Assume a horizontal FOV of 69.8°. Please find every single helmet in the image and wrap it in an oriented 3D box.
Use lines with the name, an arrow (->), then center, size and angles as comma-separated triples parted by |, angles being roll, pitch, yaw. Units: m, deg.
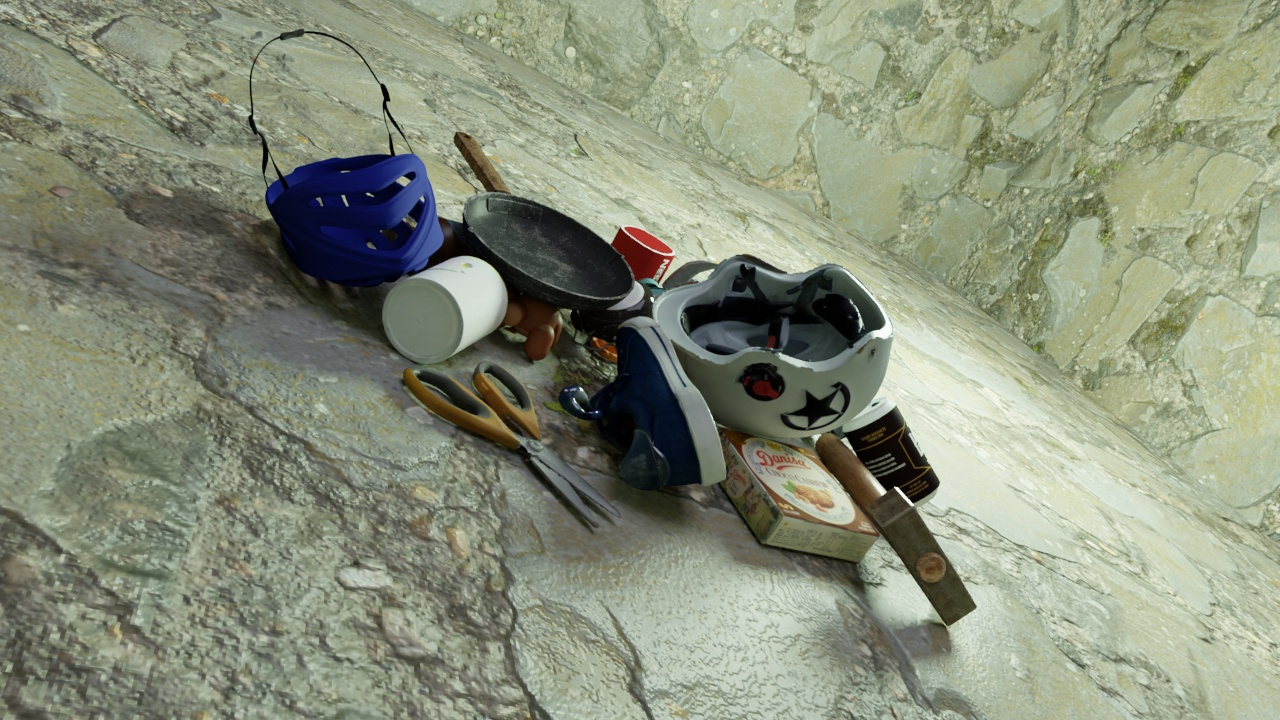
helmet -> -0.277, -0.183, 0.852 | 0.147, 0.228, 0.241 | -23, 33, -25
helmet -> 0.144, -0.001, 1.038 | 0.264, 0.164, 0.236 | -2, 31, -5

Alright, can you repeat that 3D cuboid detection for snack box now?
snack box -> 0.152, 0.137, 0.950 | 0.143, 0.041, 0.147 | 17, 24, -33

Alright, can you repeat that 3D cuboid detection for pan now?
pan -> -0.142, -0.164, 1.046 | 0.207, 0.040, 0.357 | 4, 35, -42

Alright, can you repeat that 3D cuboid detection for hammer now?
hammer -> 0.170, -0.020, 1.298 | 0.331, 0.119, 0.030 | 37, 4, -7
hammer -> 0.259, 0.156, 1.014 | 0.158, 0.037, 0.300 | 54, 4, -20

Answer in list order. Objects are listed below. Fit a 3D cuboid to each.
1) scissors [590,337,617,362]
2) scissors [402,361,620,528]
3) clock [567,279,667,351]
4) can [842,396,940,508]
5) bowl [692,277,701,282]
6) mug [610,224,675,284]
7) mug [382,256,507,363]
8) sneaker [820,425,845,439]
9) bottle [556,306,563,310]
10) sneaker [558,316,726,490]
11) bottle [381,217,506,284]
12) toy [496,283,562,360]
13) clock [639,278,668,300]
scissors -> 0.002, 0.006, 1.097 | 0.133, 0.012, 0.083 | 33, 20, 8
scissors -> -0.112, 0.065, 0.784 | 0.165, 0.016, 0.225 | 8, 30, -46
clock -> -0.031, -0.062, 1.081 | 0.091, 0.044, 0.122 | 21, 44, 28
can -> 0.302, 0.114, 1.109 | 0.128, 0.072, 0.071 | 60, 22, -1
bowl -> 0.102, -0.074, 1.366 | 0.110, 0.055, 0.110 | 27, 20, -11
mug -> -0.004, -0.127, 1.279 | 0.080, 0.097, 0.116 | 37, 21, 18
mug -> -0.182, -0.049, 0.861 | 0.082, 0.083, 0.106 | 32, 21, 3
sneaker -> 0.154, 0.025, 1.178 | 0.269, 0.103, 0.132 | 36, 35, 16
bottle -> -0.111, -0.113, 1.134 | 0.071, 0.071, 0.163 | 21, 22, -26
sneaker -> -0.014, 0.039, 0.909 | 0.127, 0.121, 0.294 | -15, 25, -4
bottle -> -0.211, -0.121, 1.013 | 0.156, 0.068, 0.068 | 8, 30, -47
toy -> -0.146, -0.053, 0.975 | 0.128, 0.065, 0.094 | 22, 12, 2
clock -> 0.006, -0.058, 1.153 | 0.089, 0.053, 0.124 | -29, 48, -29
